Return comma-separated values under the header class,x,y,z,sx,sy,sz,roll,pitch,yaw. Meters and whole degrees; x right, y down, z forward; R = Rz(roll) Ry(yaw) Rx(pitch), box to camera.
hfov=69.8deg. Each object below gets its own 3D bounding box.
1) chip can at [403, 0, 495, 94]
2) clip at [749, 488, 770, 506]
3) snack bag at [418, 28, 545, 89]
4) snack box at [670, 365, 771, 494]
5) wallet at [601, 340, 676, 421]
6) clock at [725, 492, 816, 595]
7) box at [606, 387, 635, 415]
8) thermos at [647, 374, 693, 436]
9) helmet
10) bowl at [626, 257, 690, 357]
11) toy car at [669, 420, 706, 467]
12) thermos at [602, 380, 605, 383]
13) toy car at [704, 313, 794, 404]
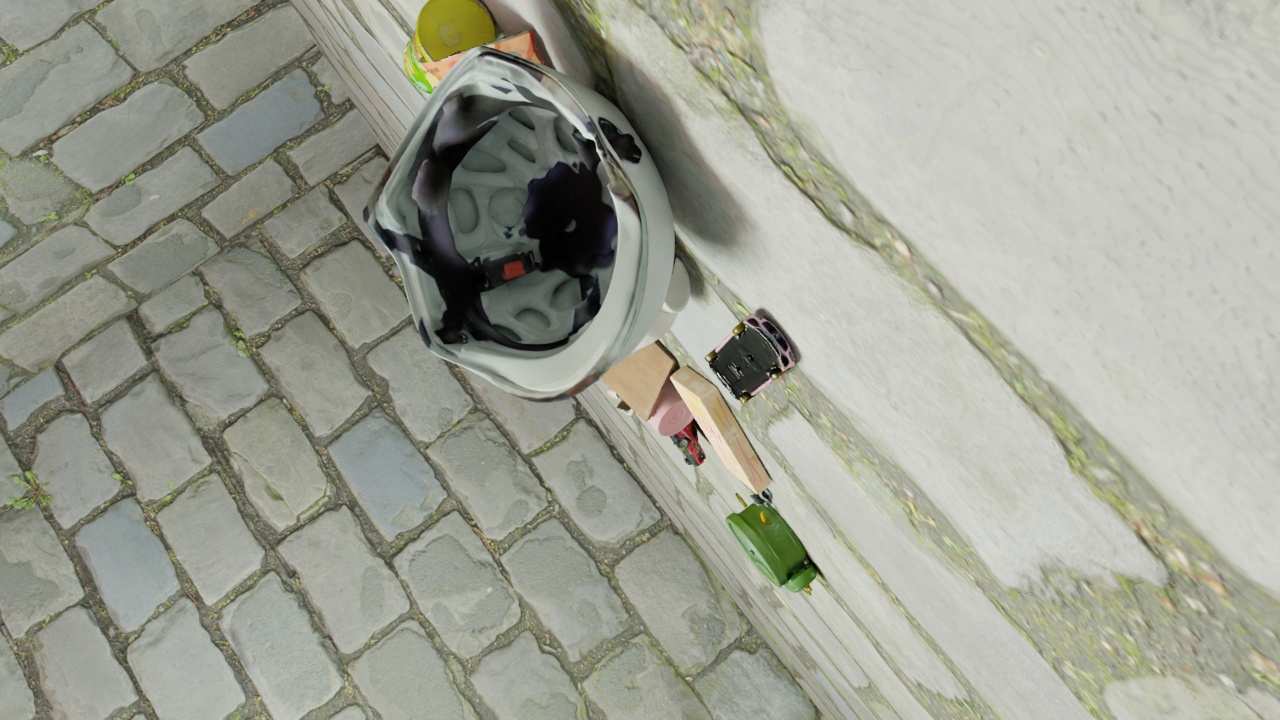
class,x,y,z,sx,sy,sz,roll,pitch,yaw
chip can,-0.196,-0.312,0.921,0.072,0.072,0.221,56,171,-18
clip,0.156,0.177,1.181,0.024,0.027,0.056,53,-178,17
snack bag,-0.101,-0.197,0.835,0.129,0.073,0.208,0,141,33
snack box,0.096,0.082,1.092,0.157,0.026,0.084,57,171,-27
wallet,-0.007,0.007,1.179,0.115,0.020,0.101,46,127,32
clock,0.181,0.257,1.245,0.161,0.056,0.116,56,172,-15
box,-0.005,0.057,1.433,0.073,0.076,0.164,58,170,-3
thermos,-0.005,0.008,1.236,0.198,0.067,0.087,50,151,33
helmet,-0.070,-0.100,0.707,0.258,0.230,0.145,49,-151,14
bowl,0.004,-0.064,0.811,0.065,0.118,0.118,-6,131,34
toy car,0.057,0.100,1.319,0.120,0.045,0.053,54,176,38
thermos,-0.102,-0.080,1.405,0.242,0.068,0.089,53,-166,-3
toy car,0.091,-0.002,0.743,0.056,0.037,0.123,50,159,5
